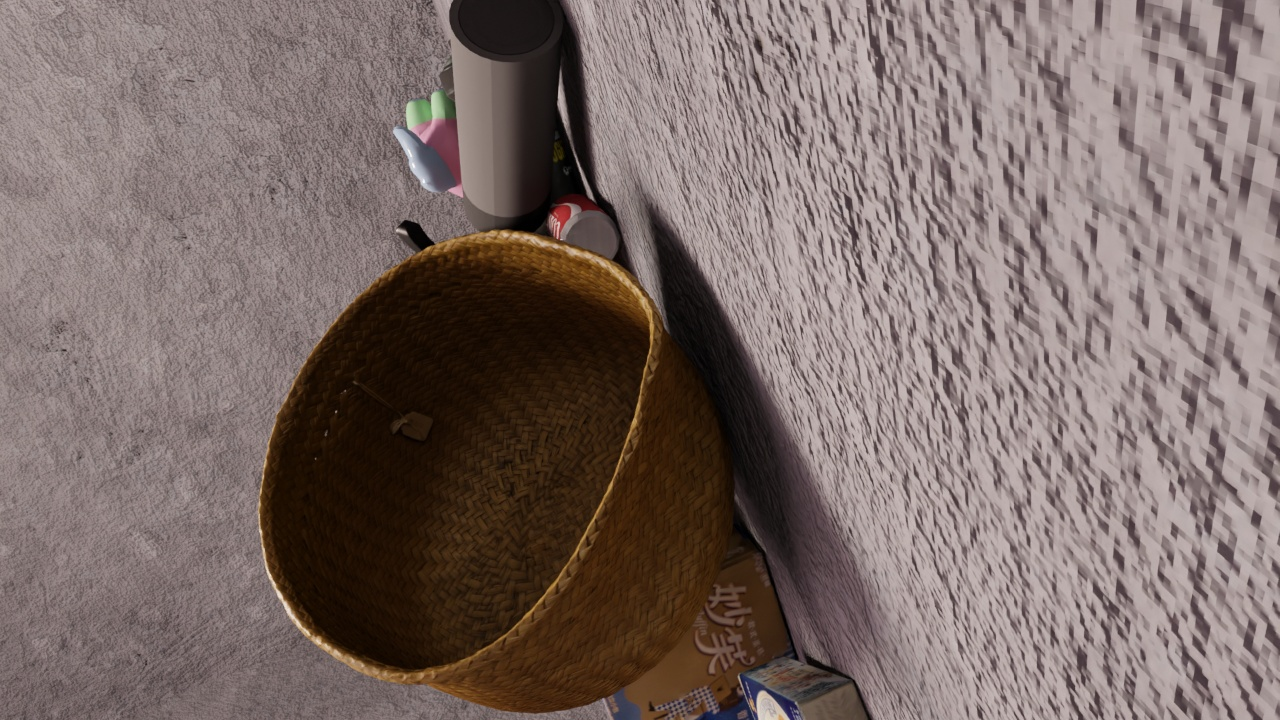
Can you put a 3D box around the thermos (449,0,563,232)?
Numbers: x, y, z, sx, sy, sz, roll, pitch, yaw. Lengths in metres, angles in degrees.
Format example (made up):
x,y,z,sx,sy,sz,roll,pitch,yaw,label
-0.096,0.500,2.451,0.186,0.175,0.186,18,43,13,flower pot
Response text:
x,y,z,sx,sy,sz,roll,pitch,yaw,label
-0.112,-0.198,0.769,0.241,0.082,0.082,108,141,-65,thermos

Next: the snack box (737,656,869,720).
x,y,z,sx,sy,sz,roll,pitch,yaw,label
0.127,0.279,0.613,0.145,0.042,0.144,125,123,-75,snack box

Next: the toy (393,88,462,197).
x,y,z,sx,sy,sz,roll,pitch,yaw,label
-0.171,-0.208,1.008,0.221,0.120,0.171,-25,-75,-52,toy

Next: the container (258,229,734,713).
x,y,z,sx,sy,sz,roll,pitch,yaw,label
-0.090,0.083,0.645,0.196,0.307,0.306,50,-170,-50,container

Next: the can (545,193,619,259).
x,y,z,sx,sy,sz,roll,pitch,yaw,label
-0.054,-0.119,0.834,0.096,0.054,0.054,-125,16,-64,can

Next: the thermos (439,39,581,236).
x,y,z,sx,sy,sz,roll,pitch,yaw,label
-0.125,-0.227,0.924,0.221,0.098,0.098,66,175,-17,thermos

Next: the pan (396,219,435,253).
x,y,z,sx,sy,sz,roll,pitch,yaw,label
-0.118,-0.075,0.826,0.356,0.209,0.067,46,-116,-70,pan

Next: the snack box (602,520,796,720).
x,y,z,sx,sy,sz,roll,pitch,yaw,label
0.046,0.255,0.743,0.069,0.155,0.203,-138,28,-70,snack box
